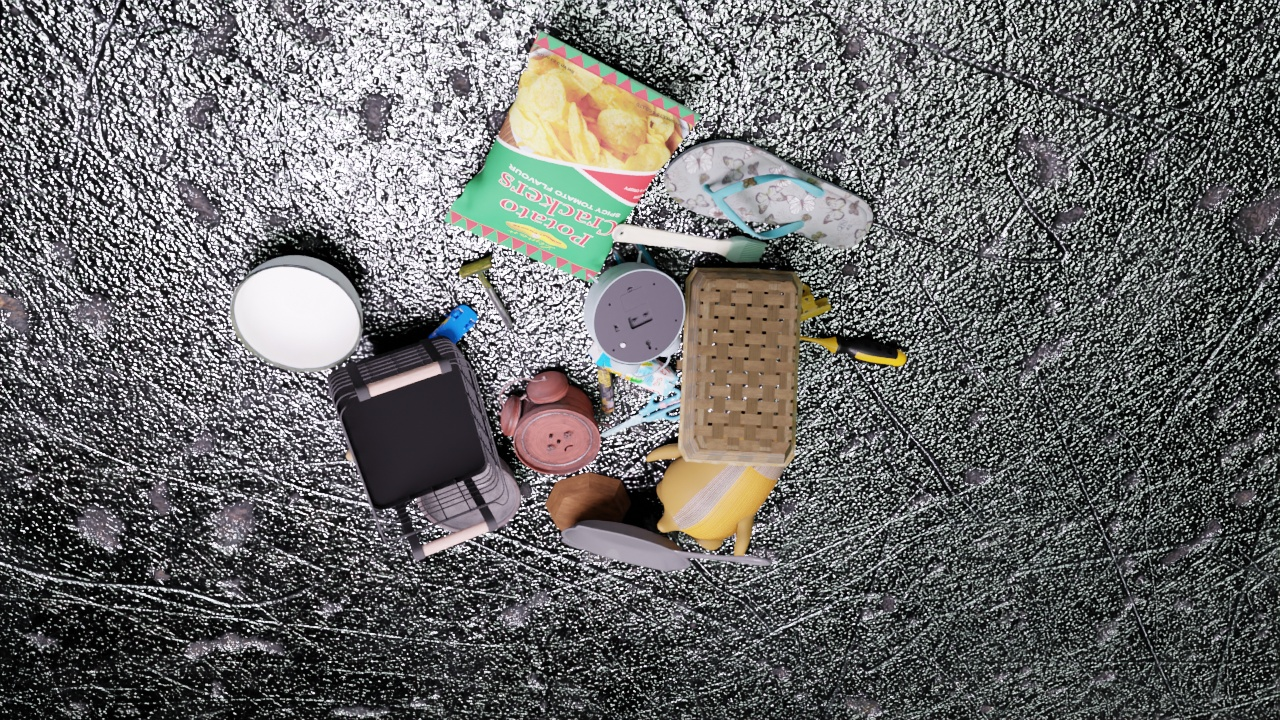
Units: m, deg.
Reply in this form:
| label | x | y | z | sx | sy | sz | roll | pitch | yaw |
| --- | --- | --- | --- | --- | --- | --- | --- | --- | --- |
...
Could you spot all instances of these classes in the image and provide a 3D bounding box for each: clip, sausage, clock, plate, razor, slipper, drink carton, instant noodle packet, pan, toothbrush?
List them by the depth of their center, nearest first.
| label | x | y | z | sx | sy | sz | roll | pitch | yaw |
| --- | --- | --- | --- | --- | --- | --- | --- | --- | --- |
| instant noodle packet | -0.081 | -0.215 | 1.035 | 0.195 | 0.090 | 0.253 | 21 | 125 | -22 |
| slipper | 0.161 | -0.193 | 1.095 | 0.268 | 0.054 | 0.098 | 13 | 121 | -15 |
| clock | -0.005 | -0.049 | 1.143 | 0.122 | 0.045 | 0.159 | -25 | 120 | -12 |
| razor | -0.188 | -0.082 | 1.167 | 0.042 | 0.026 | 0.106 | -20 | 129 | 7 |
| clip | 0.218 | -0.080 | 1.206 | 0.053 | 0.039 | 0.047 | -21 | 129 | 12 |
| drink carton | -0.007 | 0.007 | 1.218 | 0.128 | 0.044 | 0.039 | 26 | 104 | -32 |
| toothbrush | 0.267 | -0.021 | 1.242 | 0.196 | 0.031 | 0.031 | 12 | 129 | -7 |
| sausage | -0.049 | 0.016 | 1.248 | 0.020 | 0.020 | 0.155 | -6 | 126 | -1 |
| clock | -0.125 | 0.081 | 1.256 | 0.121 | 0.072 | 0.157 | -38 | 121 | 21 |
| pan | 0.029 | 0.264 | 1.305 | 0.355 | 0.024 | 0.216 | -3 | 152 | 38 |
| plate | -0.079 | 0.227 | 1.393 | 0.131 | 0.025 | 0.131 | -2 | 126 | -3 |

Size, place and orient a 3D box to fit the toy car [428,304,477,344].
| label | x | y | z | sx | sy | sz | roll | pitch | yaw |
| --- | --- | --- | --- | --- | --- | --- | --- | --- | --- |
| toy car | -0.260 | -0.037 | 1.199 | 0.092 | 0.062 | 0.033 | -49 | 122 | -7 |

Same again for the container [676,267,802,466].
| label | x | y | z | sx | sy | sz | roll | pitch | yaw |
| --- | --- | --- | --- | --- | --- | --- | --- | --- | --- |
| container | 0.126 | 0.008 | 1.166 | 0.157 | 0.186 | 0.250 | 3 | 89 | 2 |

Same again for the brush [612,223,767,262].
| label | x | y | z | sx | sy | sz | roll | pitch | yaw |
| --- | --- | --- | --- | --- | --- | --- | --- | --- | --- |
| brush | 0.061 | -0.142 | 1.106 | 0.217 | 0.012 | 0.033 | 4 | 128 | -30 |

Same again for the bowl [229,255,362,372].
| label | x | y | z | sx | sy | sz | roll | pitch | yaw |
| --- | --- | --- | --- | --- | --- | --- | --- | --- | --- |
| bowl | -0.415 | -0.066 | 1.128 | 0.153 | 0.072 | 0.154 | -2 | 125 | -2 |

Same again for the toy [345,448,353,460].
| label | x | y | z | sx | sy | sz | roll | pitch | yaw |
| --- | --- | --- | --- | --- | --- | --- | --- | --- | --- |
| toy | -0.345 | 0.090 | 1.237 | 0.134 | 0.105 | 0.108 | 27 | 108 | -17 |

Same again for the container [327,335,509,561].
| label | x | y | z | sx | sy | sz | roll | pitch | yaw |
| --- | --- | --- | --- | --- | --- | --- | --- | --- | --- |
| container | -0.271 | 0.102 | 1.132 | 0.162 | 0.130 | 0.241 | -20 | 117 | -18 |

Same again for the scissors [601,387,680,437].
| label | x | y | z | sx | sy | sz | roll | pitch | yaw |
| --- | --- | --- | --- | --- | --- | --- | --- | --- | --- |
| scissors | 0.004 | 0.082 | 1.308 | 0.139 | 0.015 | 0.063 | -25 | 128 | 21 |

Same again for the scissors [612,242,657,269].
| label | x | y | z | sx | sy | sz | roll | pitch | yaw |
| --- | --- | --- | --- | --- | --- | --- | --- | --- | --- |
| scissors | 0.007 | -0.093 | 1.172 | 0.137 | 0.019 | 0.129 | 7 | 118 | -19 |

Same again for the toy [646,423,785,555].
| label | x | y | z | sx | sy | sz | roll | pitch | yaw |
| --- | --- | --- | --- | --- | --- | --- | --- | --- | --- |
| toy | 0.125 | 0.161 | 1.302 | 0.198 | 0.162 | 0.204 | 48 | 114 | 12 |

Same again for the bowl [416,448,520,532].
| label | x | y | z | sx | sy | sz | roll | pitch | yaw |
| --- | --- | --- | --- | --- | --- | --- | --- | --- | --- |
| bowl | -0.244 | 0.175 | 1.317 | 0.145 | 0.067 | 0.145 | -2 | 126 | -3 |
